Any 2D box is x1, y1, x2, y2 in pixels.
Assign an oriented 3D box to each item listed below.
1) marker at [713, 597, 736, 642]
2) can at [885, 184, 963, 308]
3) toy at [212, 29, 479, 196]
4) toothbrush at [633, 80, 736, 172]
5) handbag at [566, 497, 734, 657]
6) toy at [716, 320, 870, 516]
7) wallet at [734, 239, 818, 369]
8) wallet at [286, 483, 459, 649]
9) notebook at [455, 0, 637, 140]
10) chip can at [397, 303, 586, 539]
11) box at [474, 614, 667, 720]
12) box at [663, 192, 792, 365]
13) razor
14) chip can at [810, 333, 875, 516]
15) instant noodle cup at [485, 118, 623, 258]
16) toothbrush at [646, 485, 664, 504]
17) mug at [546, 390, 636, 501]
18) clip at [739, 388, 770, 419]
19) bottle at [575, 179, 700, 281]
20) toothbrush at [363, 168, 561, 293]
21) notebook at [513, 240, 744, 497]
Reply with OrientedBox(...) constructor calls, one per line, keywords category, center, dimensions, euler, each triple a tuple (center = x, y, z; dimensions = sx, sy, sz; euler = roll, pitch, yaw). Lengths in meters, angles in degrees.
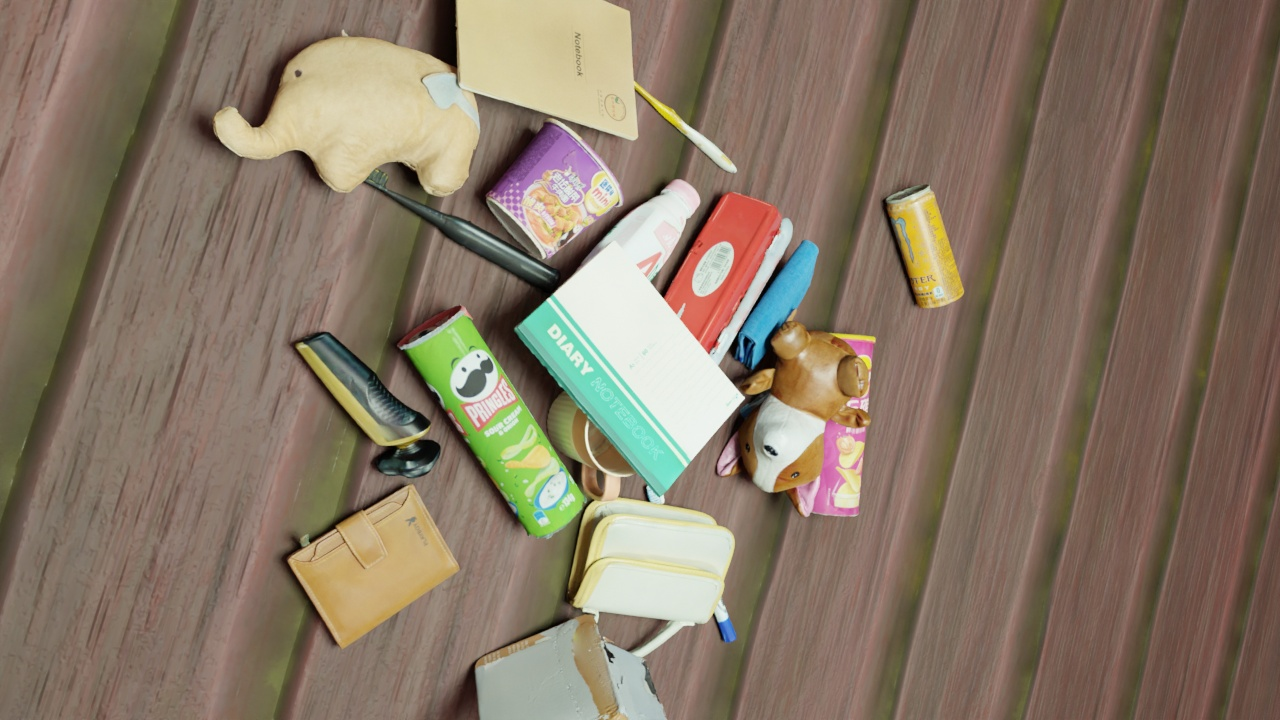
OrientedBox(category="marker", center=(0.079, 0.256, 1.044), dimensions=(0.016, 0.017, 0.146), euler=(-27, 104, -23))
OrientedBox(category="can", center=(0.353, -0.140, 1.138), dimensions=(0.058, 0.058, 0.146), euler=(-28, 105, -23))
OrientedBox(category="toy", center=(-0.255, -0.219, 0.811), dimensions=(0.225, 0.083, 0.143), euler=(-2, 78, -24))
OrientedBox(category="toothbrush", center=(0.038, -0.266, 0.995), dimensions=(0.191, 0.016, 0.018), euler=(36, 68, -24))
OrientedBox(category="handbag", center=(0.007, 0.245, 0.977), dimensions=(0.163, 0.063, 0.179), euler=(12, 94, -20))
OrientedBox(category="toy", center=(0.170, 0.065, 1.005), dimensions=(0.130, 0.140, 0.200), euler=(-23, 141, -63))
OrientedBox(category="wallet", center=(0.152, -0.060, 1.023), dimensions=(0.040, 0.106, 0.133), euler=(33, 77, 13))
OrientedBox(category="wallet", center=(-0.253, 0.186, 0.865), dimensions=(0.130, 0.035, 0.119), euler=(-32, 112, -23))
OrientedBox(category="notebook", center=(-0.086, -0.305, 0.887), dimensions=(0.207, 0.008, 0.147), euler=(6, 76, -41))
OrientedBox(category="chip can", center=(-0.139, 0.062, 0.891), dimensions=(0.072, 0.072, 0.236), euler=(-37, 109, -21))
OrientedBox(category="box", center=(-0.075, 0.337, 0.866), dimensions=(0.168, 0.182, 0.151), euler=(26, 96, -14))
OrientedBox(category="box", center=(0.096, -0.073, 1.013), dimensions=(0.201, 0.095, 0.099), euler=(-61, 151, -10))
OrientedBox(category="razor", center=(-0.254, 0.041, 0.847), dimensions=(0.068, 0.062, 0.167), euler=(-36, 105, 12))
OrientedBox(category="chip can", center=(0.231, 0.074, 1.081), dimensions=(0.071, 0.071, 0.210), euler=(4, 91, -27))
OrientedBox(category="instant noodle cup", center=(-0.087, -0.159, 0.890), dimensions=(0.099, 0.112, 0.111), euler=(-47, 112, -9))
OrientedBox(category="toothbrush", center=(0.002, 0.050, 0.988), dimensions=(0.026, 0.027, 0.221), euler=(-11, 99, -6))
OrientedBox(category="mug", center=(-0.040, 0.082, 0.923), dimensions=(0.081, 0.106, 0.114), euler=(1, 93, -27))
OrientedBox(category="clip", center=(0.140, 0.050, 1.066), dimensions=(0.056, 0.028, 0.024), euler=(-42, 108, -9))
OrientedBox(category="bottle", center=(-0.010, -0.109, 0.951), dimensions=(0.068, 0.068, 0.196), euler=(47, 70, -21))
OrientedBox(category="toothbrush", center=(-0.171, -0.126, 0.890), dimensions=(0.212, 0.026, 0.027), euler=(29, 86, -25))
OrientedBox(category="notebook", center=(-0.005, 0.005, 0.879), dimensions=(0.209, 0.012, 0.150), euler=(50, 56, -9))
